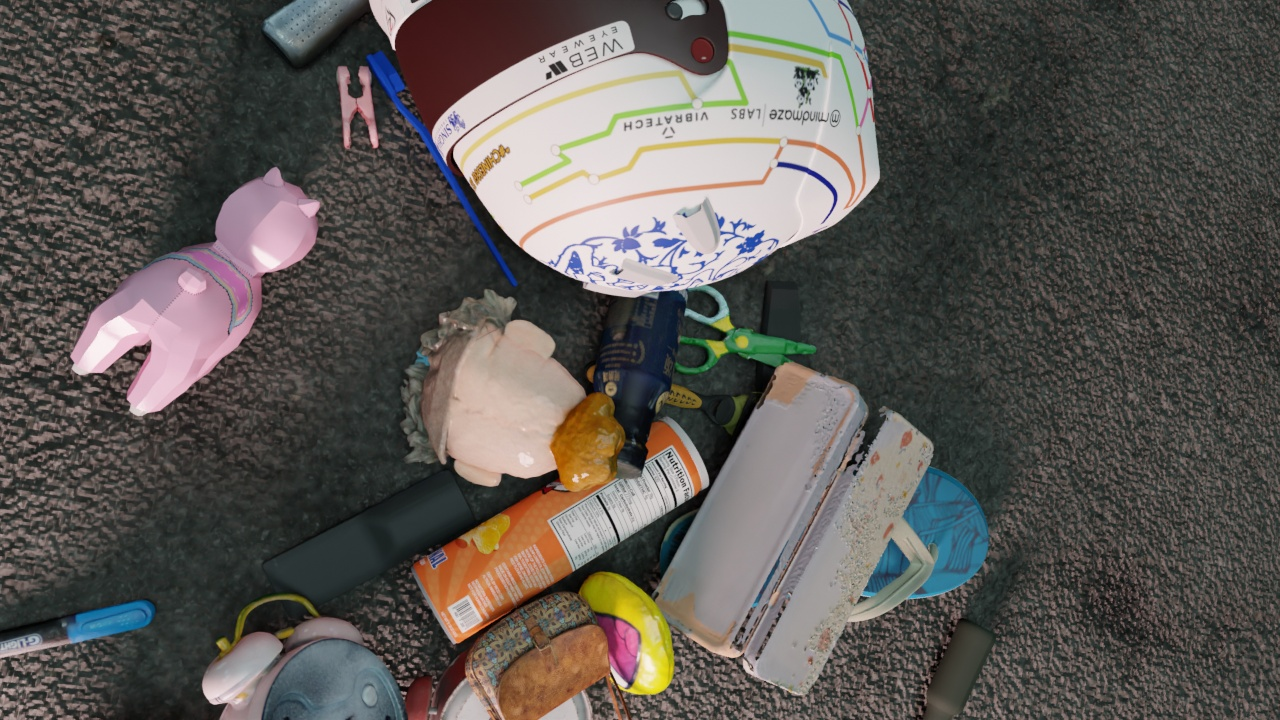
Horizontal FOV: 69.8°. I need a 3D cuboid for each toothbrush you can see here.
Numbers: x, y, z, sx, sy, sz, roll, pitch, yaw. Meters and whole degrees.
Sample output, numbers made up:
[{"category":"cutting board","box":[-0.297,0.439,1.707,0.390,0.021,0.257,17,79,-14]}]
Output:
[{"category":"toothbrush","box":[-0.137,-0.134,0.654,0.011,0.016,0.187,-36,103,-16]}]

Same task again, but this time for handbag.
[{"category":"handbag","box":[-0.039,0.254,0.609,0.093,0.043,0.195,-24,84,-31]}]

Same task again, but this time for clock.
[{"category":"clock","box":[-0.212,0.222,0.577,0.059,0.116,0.158,-25,77,23]},{"category":"clock","box":[-0.109,0.261,0.643,0.156,0.062,0.110,-13,95,-16]}]

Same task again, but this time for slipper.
[{"category":"slipper","box":[0.160,0.145,0.727,0.294,0.060,0.118,-5,88,-16]}]

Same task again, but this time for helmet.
[{"category":"helmet","box":[-0.005,-0.160,0.578,0.314,0.231,0.236,-2,85,-24]}]

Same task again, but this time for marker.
[{"category":"marker","box":[-0.376,0.174,0.582,0.123,0.015,0.018,-10,95,-15]}]

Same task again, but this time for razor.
[{"category":"razor","box":[0.024,0.026,0.702,0.144,0.021,0.044,17,104,-18]}]

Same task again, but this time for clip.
[{"category":"clip","box":[-0.189,-0.175,0.632,0.039,0.023,0.059,-10,92,-14]}]

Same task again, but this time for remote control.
[{"category":"remote control","box":[0.112,-0.001,0.734,0.039,0.010,0.124,2,90,-17]},{"category":"remote control","box":[-0.187,0.127,0.638,0.140,0.021,0.045,-27,98,-14]}]

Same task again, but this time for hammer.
[{"category":"hammer","box":[-0.122,-0.312,0.644,0.325,0.036,0.140,-44,101,-12]}]

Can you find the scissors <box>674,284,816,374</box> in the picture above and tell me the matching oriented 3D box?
[{"category":"scissors","box":[0.080,-0.024,0.716,0.132,0.013,0.078,4,88,-9]}]

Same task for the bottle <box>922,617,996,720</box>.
[{"category":"bottle","box":[0.260,0.280,0.774,0.033,0.033,0.123,30,83,-16]}]

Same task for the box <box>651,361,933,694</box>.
[{"category":"box","box":[0.116,0.124,0.683,0.121,0.094,0.217,26,82,29]}]

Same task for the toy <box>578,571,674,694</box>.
[{"category":"toy","box":[-0.011,0.195,0.658,0.041,0.094,0.095,-26,76,-37]}]

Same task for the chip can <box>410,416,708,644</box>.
[{"category":"chip can","box":[-0.055,0.118,0.657,0.210,0.062,0.062,-30,99,-15]}]

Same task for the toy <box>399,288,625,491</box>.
[{"category":"toy","box":[-0.084,0.029,0.616,0.176,0.076,0.133,27,110,21]}]

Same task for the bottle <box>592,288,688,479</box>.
[{"category":"bottle","box":[-0.004,0.004,0.652,0.056,0.056,0.160,19,65,-17]}]

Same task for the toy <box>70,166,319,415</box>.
[{"category":"toy","box":[-0.266,-0.048,0.566,0.067,0.123,0.157,41,95,-14]}]
